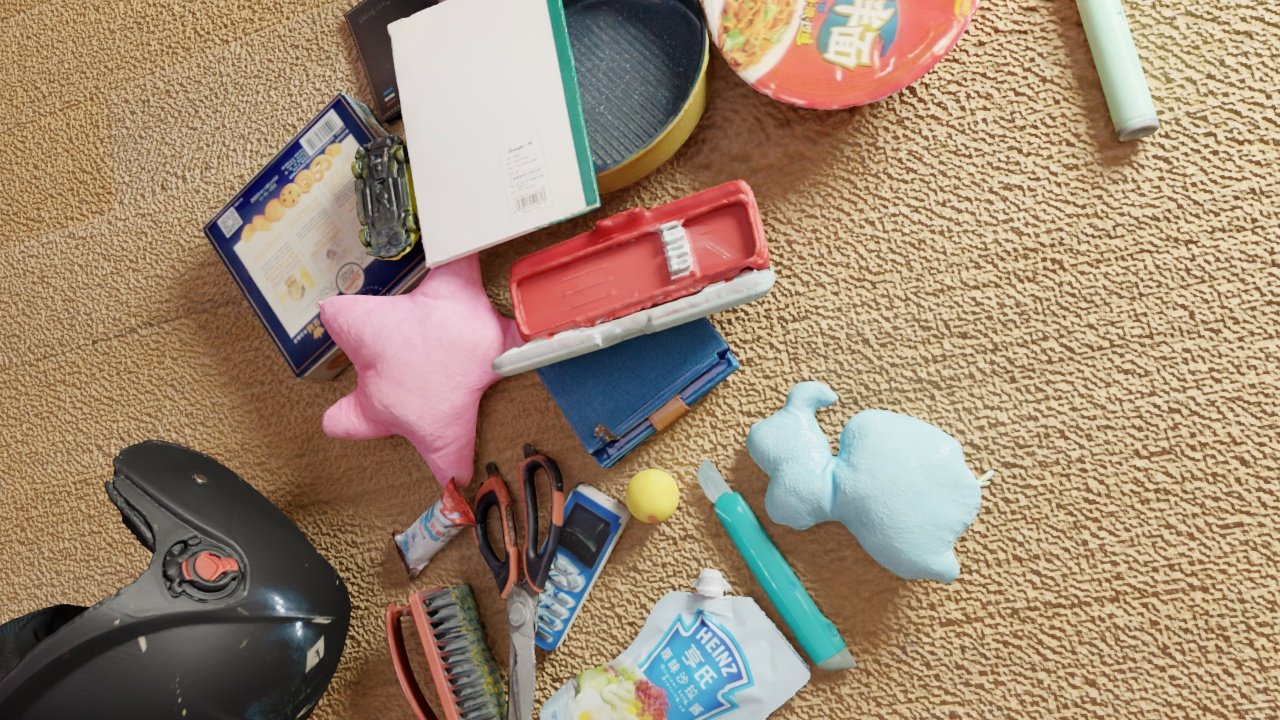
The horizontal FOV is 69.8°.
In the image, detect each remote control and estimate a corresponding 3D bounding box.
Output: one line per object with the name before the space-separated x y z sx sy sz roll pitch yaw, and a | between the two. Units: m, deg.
remote control | -0.056 0.159 0.707 0.049 0.024 0.125 30 95 18

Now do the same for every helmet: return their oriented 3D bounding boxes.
helmet | -0.345 0.210 0.672 0.230 0.274 0.234 38 106 -9

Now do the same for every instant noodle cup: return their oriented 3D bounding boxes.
instant noodle cup | 0.147 -0.266 0.668 0.194 0.065 0.193 -2 84 17

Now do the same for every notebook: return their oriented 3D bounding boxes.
notebook | -0.115 -0.189 0.697 0.151 0.012 0.209 -16 76 19

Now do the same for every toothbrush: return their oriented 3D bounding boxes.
toothbrush | 0.313 -0.258 0.635 0.027 0.027 0.224 -8 79 -23

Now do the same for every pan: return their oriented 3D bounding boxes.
pan | -0.093 -0.278 0.735 0.198 0.078 0.357 -44 63 2

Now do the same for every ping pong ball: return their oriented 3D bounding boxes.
ping pong ball | 0.009 0.101 0.685 0.040 0.040 0.040 -2 83 17

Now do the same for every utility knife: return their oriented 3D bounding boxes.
utility knife | 0.094 0.148 0.666 0.029 0.013 0.179 -36 76 8

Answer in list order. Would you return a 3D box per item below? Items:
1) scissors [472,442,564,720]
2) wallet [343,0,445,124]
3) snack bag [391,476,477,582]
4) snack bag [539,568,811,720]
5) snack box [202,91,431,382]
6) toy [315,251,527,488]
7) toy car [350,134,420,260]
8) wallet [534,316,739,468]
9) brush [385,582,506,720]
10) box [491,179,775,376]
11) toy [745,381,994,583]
scissors | -0.101 0.179 0.703 0.192 0.015 0.207 34 96 36
wallet | -0.206 -0.280 0.808 0.096 0.020 0.122 -25 75 14
snack bag | -0.166 0.136 0.735 0.104 0.026 0.048 -38 73 29
snack bag | 0.020 0.244 0.669 0.191 0.039 0.110 -43 64 8
snack box | -0.264 -0.105 0.792 0.178 0.045 0.182 -40 74 9
toy | -0.173 -0.011 0.729 0.178 0.074 0.194 29 91 -6
toy car | -0.200 -0.128 0.732 0.048 0.032 0.105 -15 73 13
wallet | -0.004 0.004 0.701 0.133 0.040 0.106 -39 68 7
brush | -0.147 0.248 0.707 0.069 0.063 0.145 -22 79 2
box | -0.004 -0.049 0.660 0.201 0.074 0.154 -18 39 14
toy | 0.158 0.081 0.635 0.156 0.049 0.161 -22 70 22
